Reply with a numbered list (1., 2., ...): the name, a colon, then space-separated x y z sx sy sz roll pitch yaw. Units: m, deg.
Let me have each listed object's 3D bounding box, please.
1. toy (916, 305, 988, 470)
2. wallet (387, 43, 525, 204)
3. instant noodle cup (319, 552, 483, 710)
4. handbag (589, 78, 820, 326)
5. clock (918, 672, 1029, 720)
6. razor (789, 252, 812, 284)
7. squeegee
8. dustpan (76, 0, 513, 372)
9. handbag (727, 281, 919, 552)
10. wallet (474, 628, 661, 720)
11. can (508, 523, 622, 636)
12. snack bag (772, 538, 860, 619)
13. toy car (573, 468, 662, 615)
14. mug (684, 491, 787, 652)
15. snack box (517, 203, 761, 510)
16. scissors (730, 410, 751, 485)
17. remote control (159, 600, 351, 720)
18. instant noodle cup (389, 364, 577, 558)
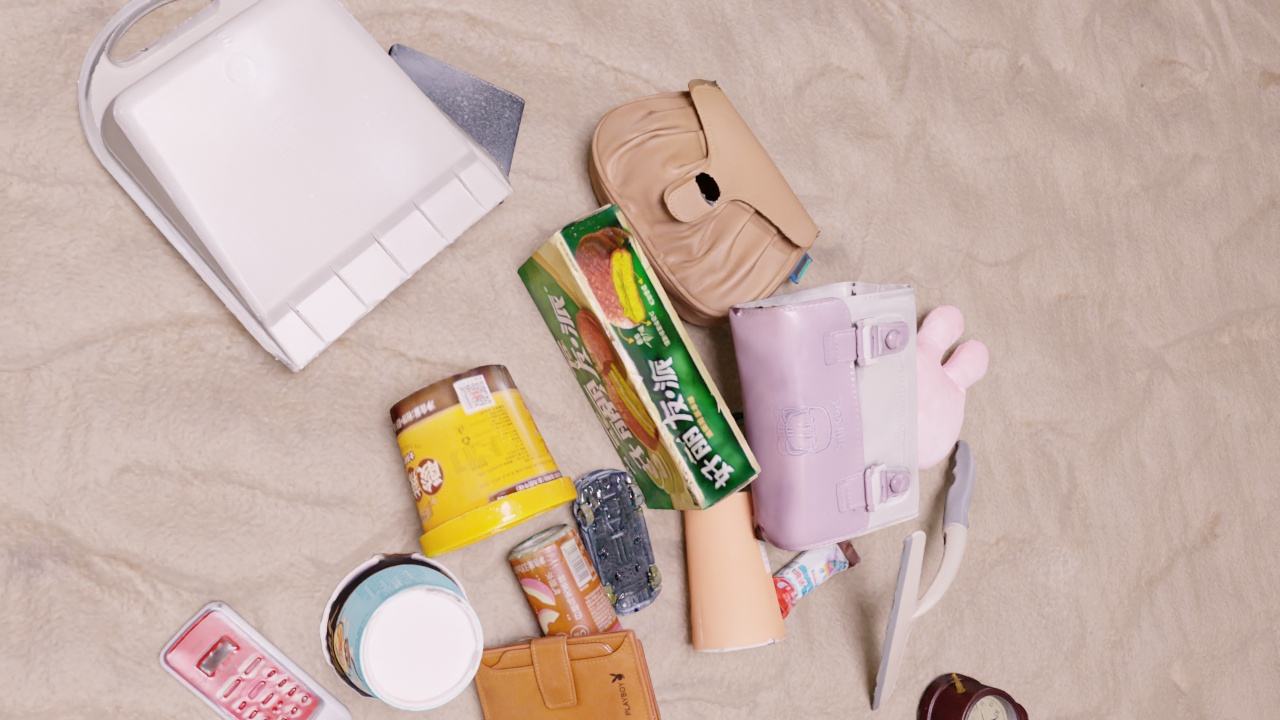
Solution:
1. toy: 0.274 0.026 0.877 0.159 0.054 0.121 -46 107 -21
2. wallet: -0.157 -0.191 0.744 0.120 0.019 0.097 19 71 -27
3. instant noodle cup: -0.161 0.190 0.638 0.111 0.121 0.111 4 80 -21
4. handbag: 0.052 -0.136 0.776 0.147 0.100 0.204 -35 89 -10
5. clock: 0.313 0.340 0.844 0.122 0.055 0.082 36 70 -15
6. razor: 0.097 -0.125 0.847 0.142 0.022 0.042 42 44 -6
7. squeegee: 0.275 0.158 0.827 0.039 0.247 0.245 16 44 23
8. dustpan: -0.272 -0.166 0.682 0.222 0.143 0.258 -44 118 -18
9. handbag: 0.152 0.041 0.737 0.144 0.098 0.197 -12 102 -28
10. wallet: -0.053 0.254 0.680 0.132 0.031 0.108 -11 96 13
11. can: -0.048 0.204 0.717 0.057 0.058 0.147 -26 92 -24
12. snack bag: 0.150 0.188 0.817 0.105 0.026 0.045 -30 91 -25
13. toy car: -0.020 0.148 0.750 0.054 0.037 0.120 -19 99 -26
14. mug: 0.074 0.174 0.764 0.078 0.078 0.122 -3 79 -23
15. snack box: -0.004 0.004 0.735 0.063 0.115 0.240 -30 94 -22
16. scissors: 0.164 0.064 0.820 0.174 0.019 0.177 31 94 -13
17. remote control: -0.268 0.231 0.644 0.136 0.020 0.055 46 68 -9
18. instant noodle cup: -0.122 0.072 0.680 0.118 0.119 0.114 -20 82 -24
